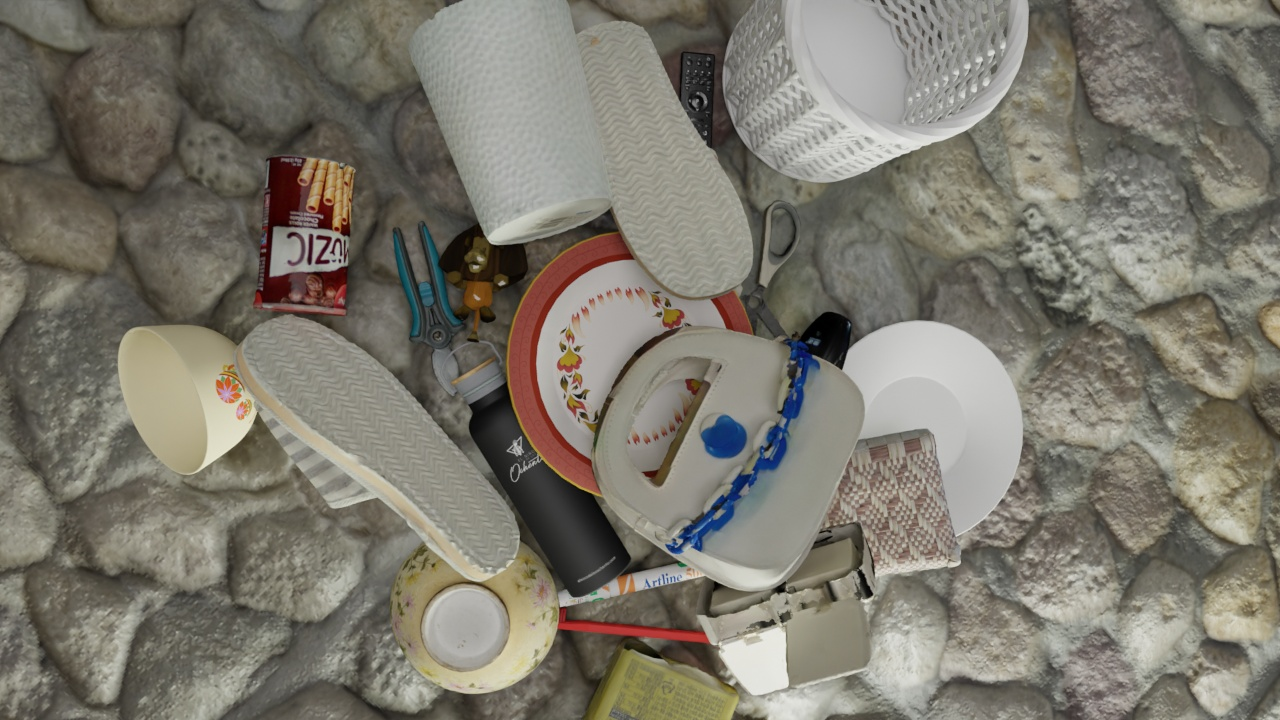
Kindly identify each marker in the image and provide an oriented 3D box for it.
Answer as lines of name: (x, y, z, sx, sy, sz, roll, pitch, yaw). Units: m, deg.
marker: (-0.002, 0.196, 0.816, 0.145, 0.017, 0.017, -11, 93, -9)

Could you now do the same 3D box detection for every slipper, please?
slipper: (0.014, -0.169, 0.784, 0.115, 0.052, 0.263, -21, 78, -11)
slipper: (-0.207, 0.075, 0.733, 0.272, 0.114, 0.054, 43, 126, -10)

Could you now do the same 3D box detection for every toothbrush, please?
toothbrush: (0.004, 0.237, 0.821, 0.212, 0.012, 0.018, 8, 90, -10)

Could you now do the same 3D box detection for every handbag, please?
handbag: (0.063, 0.063, 0.723, 0.199, 0.093, 0.200, 23, 69, 11)
handbag: (0.179, 0.136, 0.815, 0.186, 0.047, 0.124, -12, 95, 10)

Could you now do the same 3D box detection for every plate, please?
plate: (0.258, 0.067, 0.857, 0.208, 0.015, 0.208, 0, 91, -9)
plate: (-0.005, 0.004, 0.788, 0.229, 0.021, 0.229, 1, 87, -22)

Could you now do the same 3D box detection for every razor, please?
razor: (0.141, 0.018, 0.811, 0.063, 0.053, 0.140, 35, 78, -49)

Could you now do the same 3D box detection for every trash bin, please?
trash bin: (-0.095, -0.185, 0.726, 0.133, 0.133, 0.161, -17, 88, -9)

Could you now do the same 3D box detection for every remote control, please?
remote control: (0.049, -0.204, 0.820, 0.030, 0.009, 0.140, 2, 91, -10)

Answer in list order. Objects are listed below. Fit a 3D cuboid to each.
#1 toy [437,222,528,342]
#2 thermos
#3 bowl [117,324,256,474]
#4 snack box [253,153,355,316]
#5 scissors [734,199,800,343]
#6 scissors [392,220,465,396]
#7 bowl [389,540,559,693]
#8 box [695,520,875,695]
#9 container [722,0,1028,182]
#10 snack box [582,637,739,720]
toy: (-0.133, -0.065, 0.764, 0.076, 0.063, 0.100, 5, 72, 8)
thermos: (-0.092, 0.087, 0.776, 0.061, 0.061, 0.231, -32, 96, -8)
bowl: (-0.342, 0.021, 0.722, 0.073, 0.118, 0.118, -27, 97, -50)
snack box: (-0.269, -0.098, 0.738, 0.072, 0.072, 0.121, 5, 90, -10)
scissors: (0.098, -0.071, 0.830, 0.157, 0.012, 0.171, 25, 88, -9)
scissors: (-0.173, -0.047, 0.782, 0.136, 0.019, 0.139, 36, 85, -8)
bowl: (-0.141, 0.214, 0.763, 0.145, 0.063, 0.145, 0, 89, -4)
box: (0.125, 0.223, 0.722, 0.144, 0.183, 0.099, -22, 98, 18)
container: (0.179, -0.253, 0.751, 0.189, 0.187, 0.189, 0, 91, -10)
snack box: (0.000, 0.347, 0.807, 0.121, 0.045, 0.180, 25, 84, -7)
